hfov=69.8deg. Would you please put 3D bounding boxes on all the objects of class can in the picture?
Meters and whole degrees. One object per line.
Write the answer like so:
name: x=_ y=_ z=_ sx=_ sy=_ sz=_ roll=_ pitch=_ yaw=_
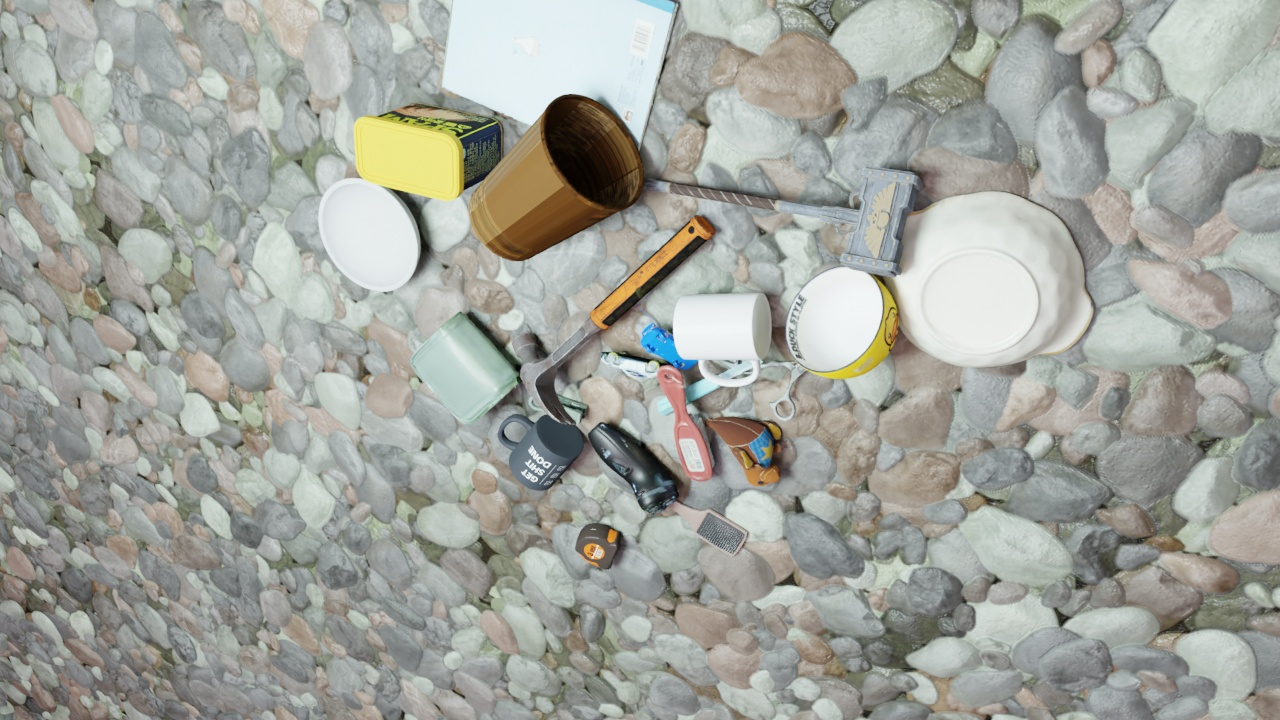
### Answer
can: x=-0.238 y=-0.243 z=1.048 sx=0.135 sy=0.104 sz=0.075 roll=16 pitch=121 yaw=17

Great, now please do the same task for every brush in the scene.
brush: x=0.072 y=0.208 z=1.196 sx=0.136 sy=0.015 sz=0.050 roll=30 pitch=124 yaw=8
brush: x=0.057 y=0.072 z=1.111 sx=0.041 sy=0.030 sz=0.172 roll=-2 pitch=123 yaw=27

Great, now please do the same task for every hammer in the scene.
hammer: x=-0.029 y=-0.050 z=1.071 sx=0.315 sy=0.035 sz=0.137 roll=-40 pitch=61 yaw=30
hammer: x=0.118 y=-0.165 z=0.953 sx=0.322 sy=0.044 sz=0.098 roll=15 pitch=94 yaw=25

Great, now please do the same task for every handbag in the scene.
handbag: x=-0.224 y=0.009 z=1.198 sx=0.122 sy=0.067 sz=0.106 roll=49 pitch=134 yaw=-5

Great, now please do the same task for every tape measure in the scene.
tape measure: x=-0.059 y=0.253 z=1.270 sx=0.059 sy=0.038 sz=0.058 roll=19 pitch=124 yaw=-1

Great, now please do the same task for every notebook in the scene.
notebook: x=-0.096 y=-0.336 z=0.990 sx=0.253 sy=0.009 sz=0.181 roll=25 pitch=125 yaw=11

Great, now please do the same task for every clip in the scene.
clip: x=-0.107 y=0.059 z=1.194 sx=0.076 sy=0.042 sz=0.023 roll=19 pitch=120 yaw=14

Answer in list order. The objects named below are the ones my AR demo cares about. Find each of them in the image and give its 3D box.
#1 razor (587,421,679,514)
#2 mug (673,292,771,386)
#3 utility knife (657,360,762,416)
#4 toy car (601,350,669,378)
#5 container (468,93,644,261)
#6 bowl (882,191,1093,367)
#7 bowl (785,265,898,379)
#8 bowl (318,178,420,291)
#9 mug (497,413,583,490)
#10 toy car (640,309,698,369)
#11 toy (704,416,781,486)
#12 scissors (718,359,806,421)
razor: x=-0.013 y=0.139 z=1.169 sx=0.140 sy=0.063 sz=0.053 roll=43 pitch=124 yaw=-3
mug: x=0.095 y=-0.021 z=1.028 sx=0.091 sy=0.073 sz=0.110 roll=0 pitch=116 yaw=25
utility knife: x=0.079 y=0.031 z=1.092 sx=0.166 sy=0.015 sz=0.022 roll=-29 pitch=100 yaw=39
toy car: x=-0.007 y=0.006 z=1.108 sx=0.090 sy=0.038 sz=0.027 roll=13 pitch=99 yaw=19
container: x=-0.100 y=-0.188 z=1.000 sx=0.168 sy=0.131 sz=0.132 roll=-27 pitch=102 yaw=43
bowl: x=0.332 y=-0.066 z=0.902 sx=0.219 sy=0.060 sz=0.189 roll=28 pitch=124 yaw=9
bowl: x=0.217 y=-0.033 z=0.955 sx=0.118 sy=0.117 sz=0.067 roll=-29 pitch=144 yaw=34
bowl: x=-0.338 y=-0.165 z=1.173 sx=0.150 sy=0.043 sz=0.150 roll=11 pitch=120 yaw=20
mug: x=-0.138 y=0.111 z=1.205 sx=0.105 sy=0.071 sz=0.078 roll=35 pitch=125 yaw=-8
toy car: x=0.027 y=-0.034 z=1.092 sx=0.092 sy=0.061 sz=0.033 roll=28 pitch=128 yaw=-27
toy: x=0.122 y=0.109 z=1.110 sx=0.103 sy=0.070 sz=0.090 roll=19 pitch=139 yaw=42
scissors: x=0.169 y=0.001 z=1.042 sx=0.158 sy=0.014 sz=0.142 roll=28 pitch=118 yaw=15
